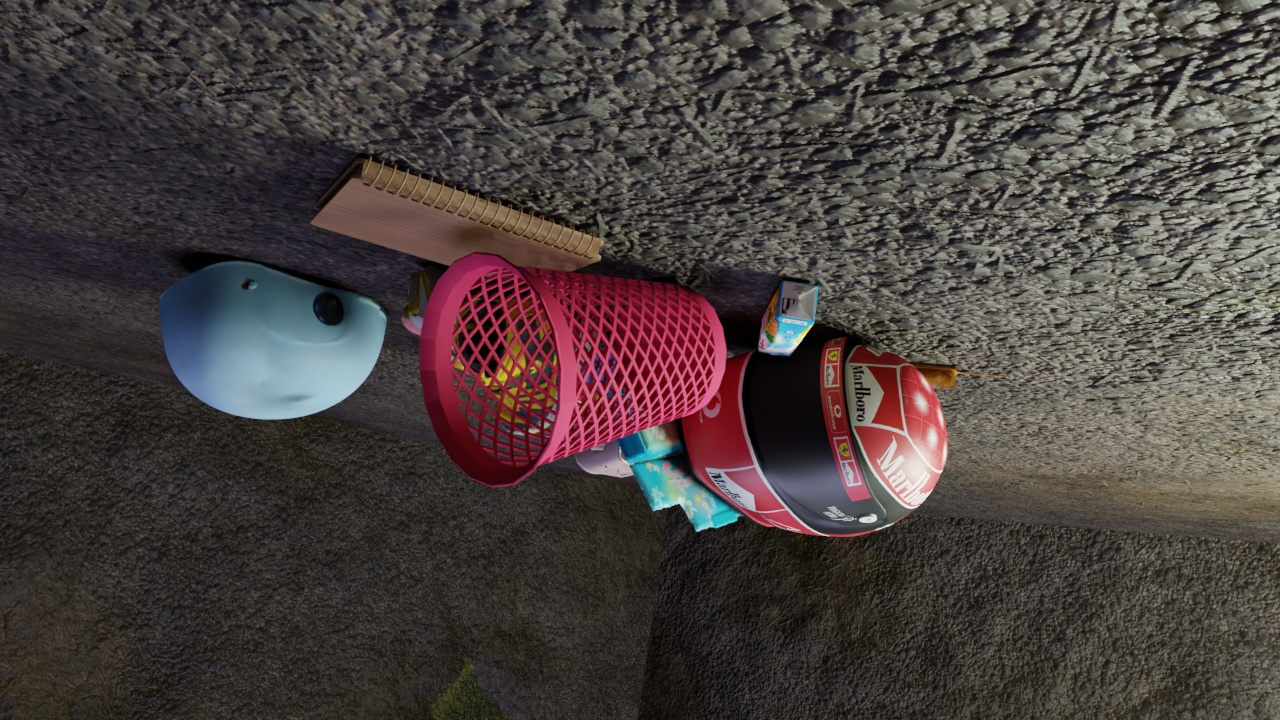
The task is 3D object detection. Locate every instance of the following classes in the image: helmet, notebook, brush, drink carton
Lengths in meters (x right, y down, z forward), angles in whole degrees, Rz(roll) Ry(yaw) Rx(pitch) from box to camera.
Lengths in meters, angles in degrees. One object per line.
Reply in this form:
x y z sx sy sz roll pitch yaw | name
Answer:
-0.443 -0.012 1.124 0.265 0.166 0.226 7 163 -41 | helmet
0.203 0.080 0.974 0.225 0.197 0.271 -17 146 31 | helmet
-0.156 -0.110 0.780 0.210 0.022 0.169 15 167 -29 | notebook
0.336 0.018 1.040 0.126 0.017 0.048 5 168 19 | brush
0.137 -0.037 0.860 0.038 0.044 0.129 9 167 1 | drink carton

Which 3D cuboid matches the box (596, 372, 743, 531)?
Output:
0.057 0.093 0.990 0.039 0.181 0.226 -32 165 30 | box

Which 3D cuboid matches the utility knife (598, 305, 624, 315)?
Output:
-0.044 -0.052 0.991 0.120 0.015 0.022 3 169 17 | utility knife

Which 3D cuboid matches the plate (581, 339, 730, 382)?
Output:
-0.006 0.006 1.067 0.224 0.024 0.224 -7 173 -1 | plate

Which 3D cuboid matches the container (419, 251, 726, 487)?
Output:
-0.044 -0.001 0.797 0.184 0.183 0.225 -3 -177 45 | container

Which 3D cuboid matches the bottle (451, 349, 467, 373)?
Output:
-0.209 -0.010 1.193 0.063 0.063 0.109 5 167 18 | bottle

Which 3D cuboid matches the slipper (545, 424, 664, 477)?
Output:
-0.043 0.123 1.228 0.094 0.064 0.240 18 166 -39 | slipper

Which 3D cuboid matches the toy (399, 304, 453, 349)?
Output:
-0.222 -0.043 1.062 0.110 0.051 0.090 19 -166 5 | toy

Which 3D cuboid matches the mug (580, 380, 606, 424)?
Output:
-0.044 0.042 1.240 0.078 0.096 0.112 6 168 15 | mug

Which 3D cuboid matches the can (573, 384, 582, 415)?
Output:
-0.089 0.060 1.434 0.105 0.064 0.064 8 168 4 | can

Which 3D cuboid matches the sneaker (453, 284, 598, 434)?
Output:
-0.138 0.010 0.952 0.122 0.086 0.239 -5 147 -33 | sneaker

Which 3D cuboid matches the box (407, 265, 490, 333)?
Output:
-0.168 -0.045 1.001 0.045 0.065 0.209 -18 157 25 | box
